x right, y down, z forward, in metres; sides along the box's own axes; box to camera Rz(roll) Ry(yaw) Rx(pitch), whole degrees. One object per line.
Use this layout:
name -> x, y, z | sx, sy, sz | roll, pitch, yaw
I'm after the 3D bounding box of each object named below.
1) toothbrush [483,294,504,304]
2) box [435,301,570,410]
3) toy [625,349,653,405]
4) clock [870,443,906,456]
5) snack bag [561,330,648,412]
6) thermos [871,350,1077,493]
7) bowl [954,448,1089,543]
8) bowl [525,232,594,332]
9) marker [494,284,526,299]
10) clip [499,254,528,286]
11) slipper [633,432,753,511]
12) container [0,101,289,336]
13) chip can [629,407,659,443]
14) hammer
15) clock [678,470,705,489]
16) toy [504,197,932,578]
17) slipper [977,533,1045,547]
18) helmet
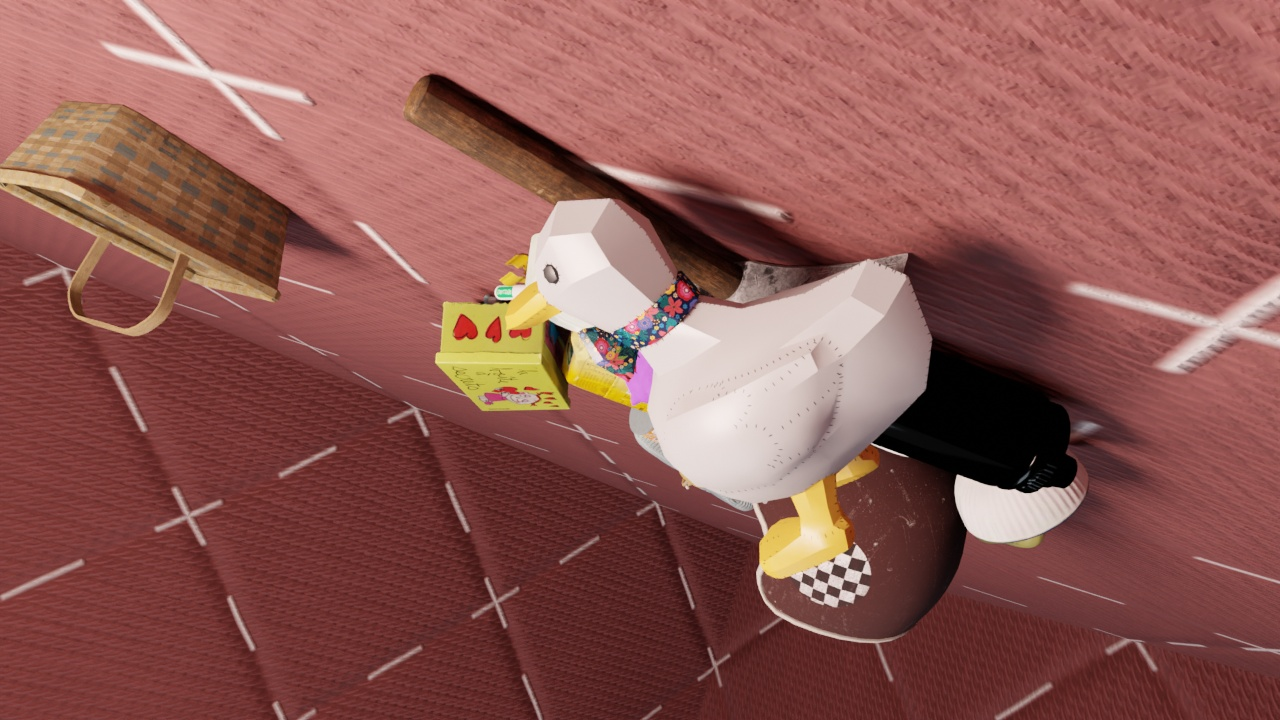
toothbrush -> -0.150, -0.043, 1.131 | 0.017, 0.016, 0.180 | 6, 164, 17
box -> -0.155, 0.000, 1.089 | 0.124, 0.082, 0.221 | 0, 166, 2
toy -> 0.014, -0.007, 0.688 | 0.056, 0.088, 0.106 | 17, 169, -17
clock -> 0.222, 0.045, 0.855 | 0.118, 0.057, 0.083 | 22, 170, 24
snack bag -> -0.006, 0.006, 1.000 | 0.159, 0.068, 0.247 | 19, 168, -4
thermos -> 0.250, 0.044, 0.733 | 0.198, 0.086, 0.086 | 20, 168, -4
bowl -> 0.339, 0.104, 0.842 | 0.062, 0.117, 0.118 | 54, 156, -16
bowl -> -0.049, -0.059, 0.795 | 0.117, 0.061, 0.117 | 18, 167, 4
marker -> -0.105, -0.070, 0.936 | 0.017, 0.017, 0.146 | 28, 165, -36
clip -> -0.107, -0.085, 0.878 | 0.049, 0.044, 0.054 | -15, 179, -21
slipper -> 0.090, 0.135, 1.363 | 0.245, 0.104, 0.074 | 31, 167, -21
container -> -0.495, -0.118, 0.915 | 0.158, 0.186, 0.250 | 12, 166, 30
chip can -> 0.092, 0.104, 1.264 | 0.215, 0.075, 0.075 | 26, 166, -29
hammer -> -0.001, -0.102, 0.594 | 0.300, 0.037, 0.218 | 27, 166, -29
clock -> 0.091, 0.079, 0.973 | 0.081, 0.116, 0.159 | 31, 129, -5
toy -> 0.055, -0.001, 0.561 | 0.247, 0.140, 0.267 | -21, 114, 39
slipper -> 0.415, 0.156, 1.025 | 0.081, 0.091, 0.190 | -21, 176, 0
helmet -> 0.222, 0.173, 0.975 | 0.234, 0.254, 0.232 | 26, -150, 31
